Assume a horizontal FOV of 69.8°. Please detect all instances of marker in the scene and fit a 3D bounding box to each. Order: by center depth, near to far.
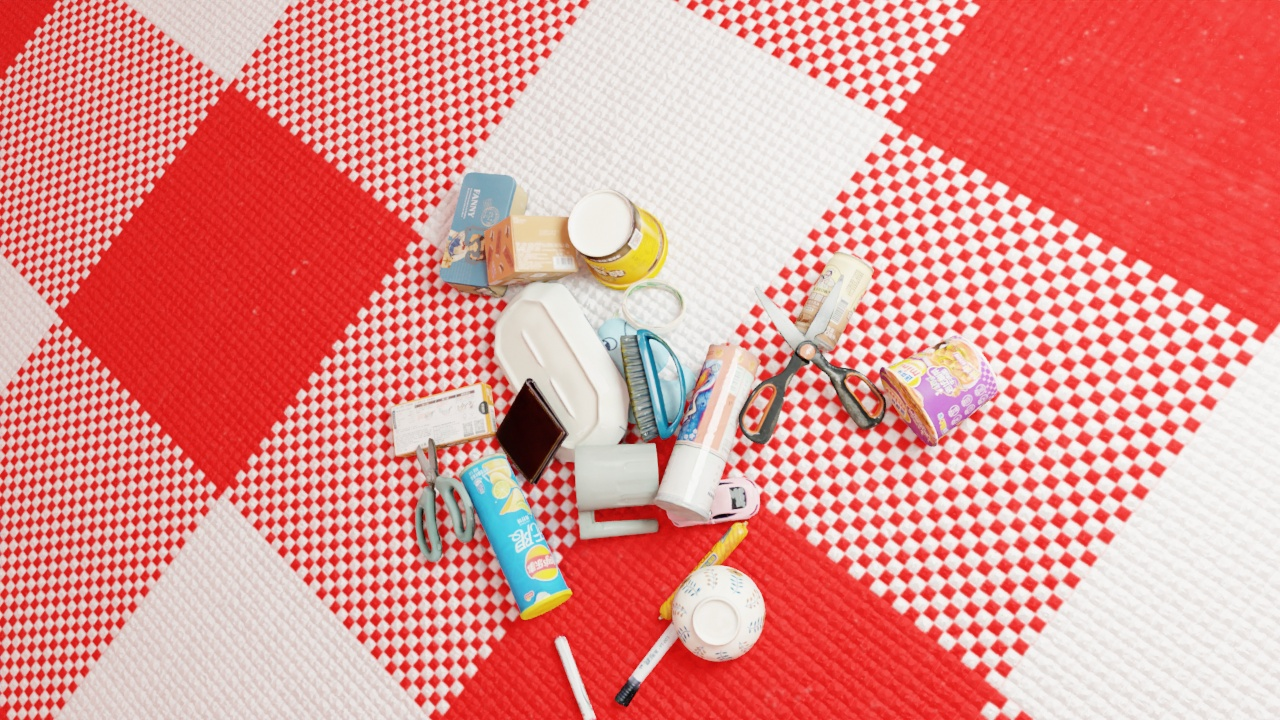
[{"bbox_3d":[0.013,0.376,1.142,0.022,0.018,0.131,39,92,21],"label":"marker"},{"bbox_3d":[-0.078,0.419,1.163,0.017,0.017,0.145,-28,71,10],"label":"marker"}]

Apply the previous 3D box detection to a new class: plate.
[{"bbox_3d":[-0.117,0.016,1.229,0.162,0.034,0.265,-42,68,27],"label":"plate"}]

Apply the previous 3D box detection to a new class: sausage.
[{"bbox_3d":[0.079,0.263,1.144,0.021,0.021,0.165,42,92,22],"label":"sausage"}]

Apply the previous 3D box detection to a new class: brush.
[{"bbox_3d":[0.020,0.028,1.157,0.073,0.055,0.143,-14,82,7],"label":"brush"}]

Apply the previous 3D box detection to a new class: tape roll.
[{"bbox_3d":[0.018,-0.073,1.222,0.086,0.014,0.085,2,55,-3],"label":"tape roll"}]

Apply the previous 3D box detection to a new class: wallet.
[{"bbox_3d":[-0.146,0.097,1.220,0.096,0.020,0.123,51,133,19],"label":"wallet"}]

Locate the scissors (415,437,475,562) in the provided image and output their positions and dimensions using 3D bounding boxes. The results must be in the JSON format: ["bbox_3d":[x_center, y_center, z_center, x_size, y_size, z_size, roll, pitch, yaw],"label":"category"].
[{"bbox_3d":[-0.265,0.185,1.240,0.172,0.019,0.176,-7,84,45],"label":"scissors"}]

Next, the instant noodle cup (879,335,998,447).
[{"bbox_3d":[0.350,0.030,1.066,0.099,0.111,0.111,-31,70,0],"label":"instant noodle cup"}]

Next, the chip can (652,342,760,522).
[{"bbox_3d":[0.084,0.087,1.135,0.071,0.071,0.214,14,72,21],"label":"chip can"}]

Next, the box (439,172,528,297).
[{"bbox_3d":[-0.223,-0.186,1.325,0.090,0.062,0.184,7,82,19],"label":"box"}]

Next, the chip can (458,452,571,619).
[{"bbox_3d":[-0.167,0.229,1.206,0.071,0.071,0.210,-32,70,9],"label":"chip can"}]

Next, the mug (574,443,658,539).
[{"bbox_3d":[-0.029,0.165,1.166,0.103,0.083,0.124,-4,104,-2],"label":"mug"}]

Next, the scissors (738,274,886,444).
[{"bbox_3d":[0.205,0.009,1.107,0.221,0.021,0.233,32,94,-6],"label":"scissors"}]

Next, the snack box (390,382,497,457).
[{"bbox_3d":[-0.280,0.085,1.301,0.154,0.026,0.075,-14,74,15],"label":"snack box"}]

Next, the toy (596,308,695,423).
[{"bbox_3d":[-0.007,0.007,1.216,0.161,0.050,0.156,-4,78,14],"label":"toy"}]

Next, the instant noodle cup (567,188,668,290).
[{"bbox_3d":[-0.034,-0.165,1.228,0.119,0.114,0.118,-4,77,17],"label":"instant noodle cup"}]

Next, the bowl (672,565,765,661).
[{"bbox_3d":[0.092,0.306,1.096,0.113,0.062,0.113,-1,84,8],"label":"bowl"}]

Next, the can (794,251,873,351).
[{"bbox_3d":[0.240,-0.073,1.146,0.058,0.058,0.116,27,87,22],"label":"can"}]

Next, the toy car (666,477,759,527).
[{"bbox_3d":[0.089,0.178,1.152,0.122,0.037,0.056,-11,73,17],"label":"toy car"}]

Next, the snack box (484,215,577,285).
[{"bbox_3d":[-0.151,-0.149,1.250,0.095,0.092,0.077,-14,82,57],"label":"snack box"}]
